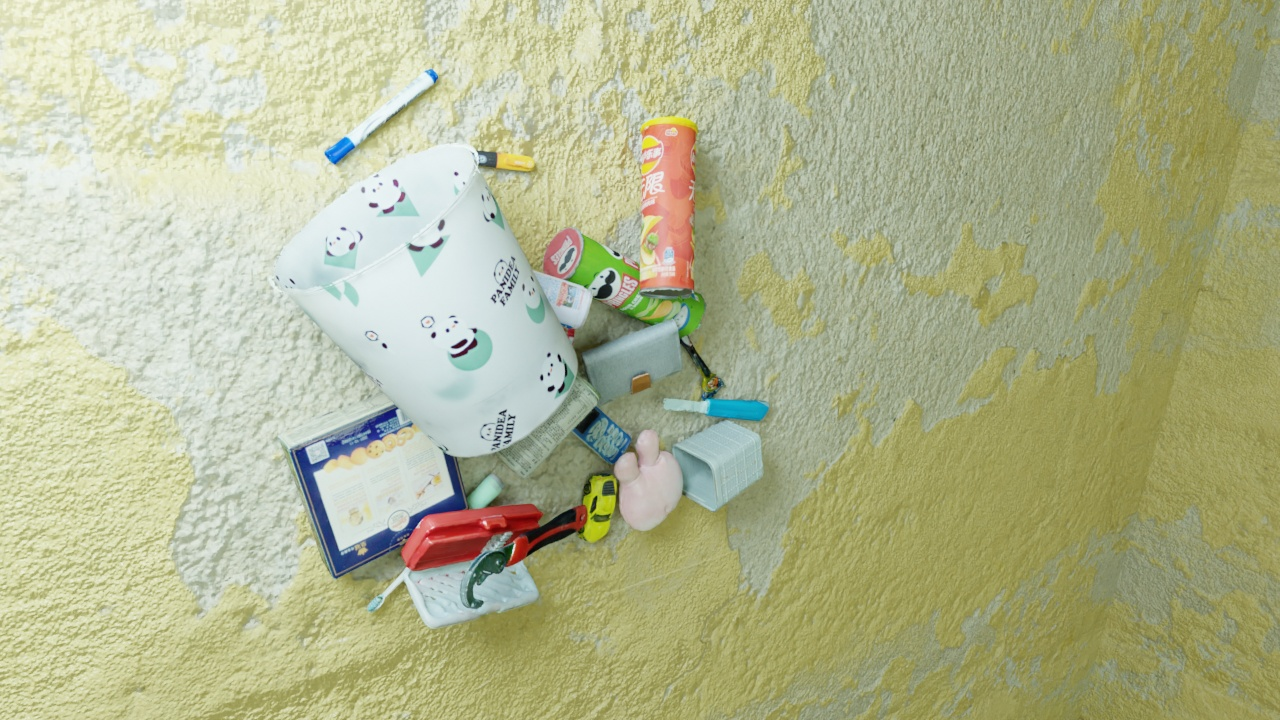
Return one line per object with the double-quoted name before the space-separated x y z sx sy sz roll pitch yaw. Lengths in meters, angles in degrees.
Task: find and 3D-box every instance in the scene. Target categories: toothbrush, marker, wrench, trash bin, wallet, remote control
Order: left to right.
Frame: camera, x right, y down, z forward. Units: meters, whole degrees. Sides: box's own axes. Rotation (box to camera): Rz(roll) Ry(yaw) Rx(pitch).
"marker" -0.267 -0.255 0.952 0.145 0.017 0.017 -45 129 -16
"toothbrush" -0.257 0.229 1.149 0.224 0.026 0.027 -45 169 -15
"trash bin" -0.200 -0.051 0.936 0.229 0.230 0.252 -43 126 -17
"marker" -0.175 -0.228 1.038 0.123 0.015 0.018 -1 104 -37
"wrench" -0.139 0.236 1.161 0.272 0.016 0.056 -24 113 -59
"remote control" -0.065 0.091 1.248 0.049 0.024 0.125 -52 127 -10
"wallet" -0.007 0.007 1.216 0.129 0.037 0.107 -22 140 -8

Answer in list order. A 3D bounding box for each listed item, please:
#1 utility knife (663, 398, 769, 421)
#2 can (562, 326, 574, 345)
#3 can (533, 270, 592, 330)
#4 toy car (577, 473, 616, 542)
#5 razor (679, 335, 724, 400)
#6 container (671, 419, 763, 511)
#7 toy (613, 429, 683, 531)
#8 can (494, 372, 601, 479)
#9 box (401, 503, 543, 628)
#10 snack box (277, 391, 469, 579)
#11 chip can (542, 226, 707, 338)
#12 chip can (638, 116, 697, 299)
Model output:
"utility knife" 0.115 0.070 1.377 0.234 0.018 0.034 7 108 -45
"can" -0.121 -0.011 1.133 0.066 0.066 0.094 12 100 -41
"can" -0.126 -0.078 1.072 0.134 0.053 0.053 17 97 -11
"toy car" -0.058 0.211 1.297 0.048 0.032 0.105 0 109 -39
"razor" 0.086 0.005 1.336 0.042 0.022 0.143 -46 129 -17
"container" 0.120 0.154 1.380 0.111 0.090 0.090 -26 122 -32
"toy" 0.011 0.171 1.317 0.121 0.054 0.160 -45 135 -29
"can" -0.119 0.081 1.171 0.146 0.058 0.058 -47 130 -9
"box" -0.192 0.251 1.131 0.201 0.100 0.110 5 126 -55
"snack box" -0.301 0.133 1.062 0.177 0.046 0.183 -24 121 -30
"chip can" -0.016 -0.095 1.182 0.235 0.072 0.072 23 93 -42
"chip can" 0.033 -0.187 1.137 0.073 0.073 0.216 6 83 -40
